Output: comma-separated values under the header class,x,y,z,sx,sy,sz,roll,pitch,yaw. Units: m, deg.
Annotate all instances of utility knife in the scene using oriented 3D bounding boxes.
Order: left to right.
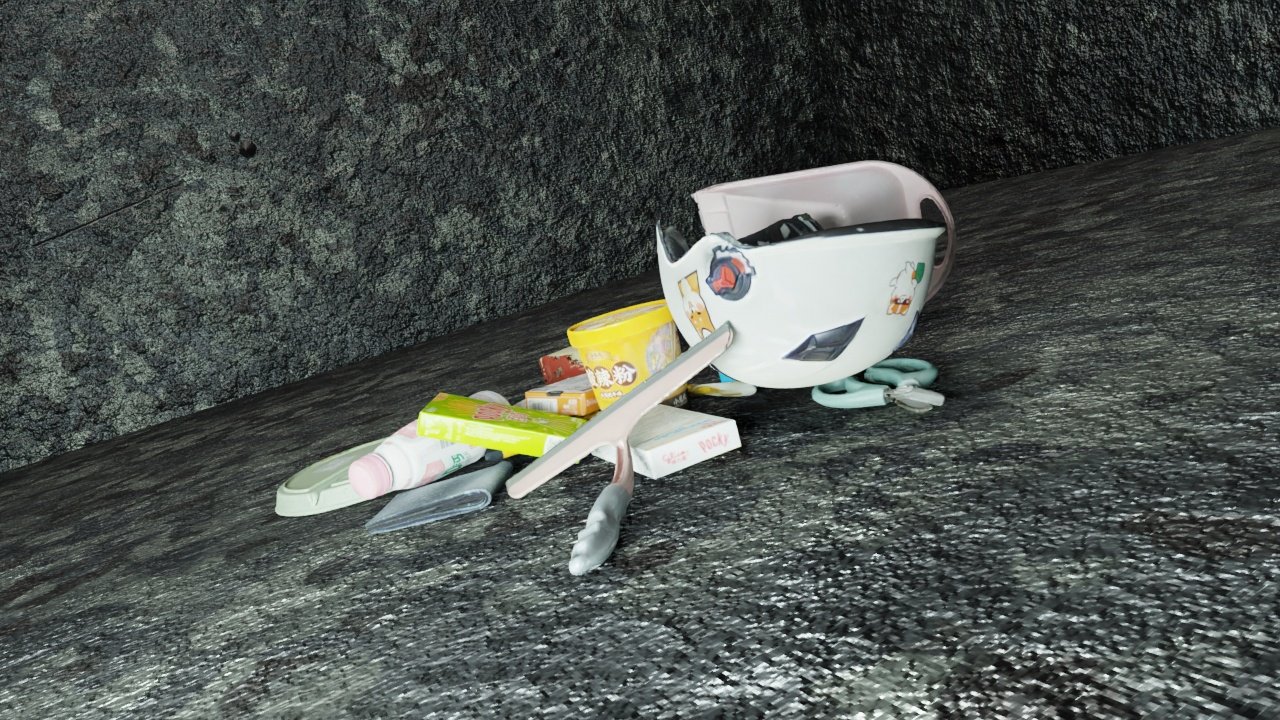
class,x,y,z,sx,sy,sz,roll,pitch,yaw
utility knife,-0.083,0.075,0.990,0.195,0.015,0.033,-18,14,-32

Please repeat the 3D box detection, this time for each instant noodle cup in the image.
class,x,y,z,sx,sy,sz,roll,pitch,yaw
instant noodle cup,-0.006,0.006,0.966,0.118,0.114,0.118,-15,10,2

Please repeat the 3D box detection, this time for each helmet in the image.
class,x,y,z,sx,sy,sz,roll,pitch,yaw
helmet,0.139,-0.052,0.831,0.229,0.157,0.274,-10,13,-35

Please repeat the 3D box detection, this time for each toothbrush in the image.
class,x,y,z,sx,sy,sz,roll,pitch,yaw
toothbrush,0.057,0.034,1.004,0.018,0.016,0.192,-35,18,-32

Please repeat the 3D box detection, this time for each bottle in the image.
class,x,y,z,sx,sy,sz,roll,pitch,yaw
bottle,-0.213,0.089,0.947,0.068,0.068,0.196,-9,10,35

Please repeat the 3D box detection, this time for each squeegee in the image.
class,x,y,z,sx,sy,sz,roll,pitch,yaw
squeegee,-0.022,0.094,0.677,0.248,0.040,0.249,-36,14,16

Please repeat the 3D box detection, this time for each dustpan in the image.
class,x,y,z,sx,sy,sz,roll,pitch,yaw
dustpan,0.230,-0.132,1.126,0.274,0.223,0.138,11,38,43

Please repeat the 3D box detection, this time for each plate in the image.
class,x,y,z,sx,sy,sz,roll,pitch,yaw
plate,-0.305,0.121,1.052,0.230,0.027,0.230,-15,8,2

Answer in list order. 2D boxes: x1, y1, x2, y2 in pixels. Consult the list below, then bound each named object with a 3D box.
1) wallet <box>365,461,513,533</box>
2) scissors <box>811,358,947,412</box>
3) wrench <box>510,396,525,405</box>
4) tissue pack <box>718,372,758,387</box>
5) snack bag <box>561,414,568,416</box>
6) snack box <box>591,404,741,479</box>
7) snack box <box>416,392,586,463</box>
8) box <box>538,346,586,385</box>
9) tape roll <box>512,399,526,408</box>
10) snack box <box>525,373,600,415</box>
class,x,y,z,sx,sy,sz,roll,pitch,yaw
wallet,-0.184,0.126,0.849,0.121,0.019,0.097,-16,7,6
scissors,0.235,0.019,0.794,0.131,0.019,0.186,-20,12,-25
wrench,-0.221,0.075,1.220,0.273,0.016,0.056,-19,7,-21
tissue pack,0.118,-0.024,1.015,0.063,0.090,0.139,-13,9,17
snack bag,-0.111,0.065,1.063,0.048,0.026,0.104,-1,13,28
snack box,0.016,0.069,0.822,0.084,0.027,0.157,-19,10,-21
snack box,-0.132,0.065,0.899,0.156,0.026,0.085,10,9,-1
box,-0.046,0.000,1.181,0.169,0.080,0.091,-10,10,36
tape roll,-0.153,0.065,1.090,0.086,0.014,0.086,-31,-2,-1
snack box,-0.060,0.036,1.051,0.075,0.026,0.153,2,8,26
